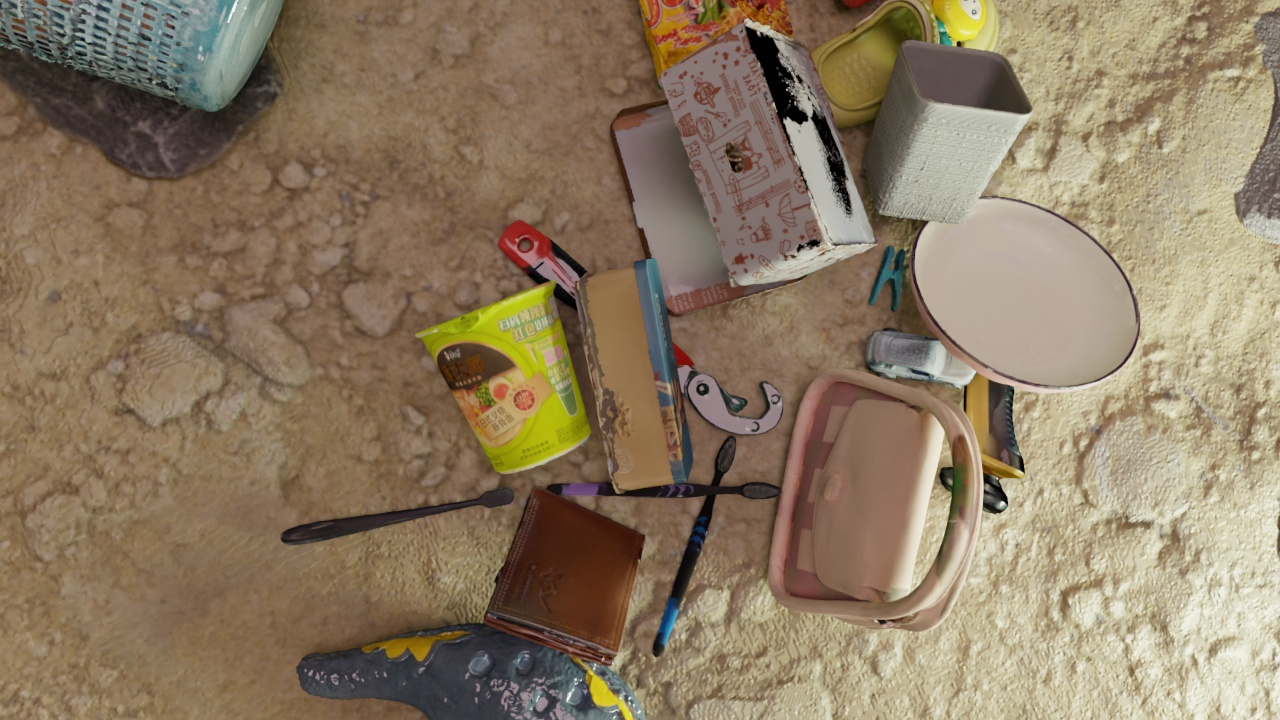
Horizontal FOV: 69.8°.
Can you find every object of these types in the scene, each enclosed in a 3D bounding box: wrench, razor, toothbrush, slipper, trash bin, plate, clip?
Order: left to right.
[{"bbox_3d":[-0.359,-0.281,0.633,0.195,0.227,0.226,25,83,-18],"label":"trash bin"},{"bbox_3d":[-0.188,0.121,0.716,0.181,0.018,0.015,-10,95,-6],"label":"toothbrush"},{"bbox_3d":[-0.001,-0.023,0.749,0.273,0.016,0.056,35,85,-4],"label":"wrench"},{"bbox_3d":[0.019,0.104,0.734,0.189,0.017,0.014,1,89,0],"label":"toothbrush"},{"bbox_3d":[0.044,0.150,0.746,0.014,0.016,0.189,20,85,-2],"label":"toothbrush"},{"bbox_3d":[0.212,-0.071,0.785,0.040,0.014,0.056,13,84,-8],"label":"clip"},{"bbox_3d":[0.224,-0.261,0.766,0.190,0.081,0.091,-29,93,-6],"label":"slipper"},{"bbox_3d":[0.287,0.044,0.773,0.068,0.062,0.167,-1,80,23],"label":"razor"},{"bbox_3d":[0.310,-0.051,0.758,0.192,0.039,0.192,4,58,-6],"label":"plate"}]

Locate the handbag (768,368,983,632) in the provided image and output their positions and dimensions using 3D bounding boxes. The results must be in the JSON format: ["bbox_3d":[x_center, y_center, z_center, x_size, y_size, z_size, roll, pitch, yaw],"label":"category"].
[{"bbox_3d":[0.179,0.103,0.656,0.093,0.234,0.193,14,84,-9],"label":"handbag"}]

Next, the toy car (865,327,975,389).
[{"bbox_3d":[0.234,-0.003,0.765,0.091,0.034,0.043,10,82,12],"label":"toy car"}]

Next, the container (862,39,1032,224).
[{"bbox_3d":[0.237,-0.178,0.735,0.090,0.115,0.090,7,48,-6],"label":"container"}]

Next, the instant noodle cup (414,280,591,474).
[{"bbox_3d":[-0.094,0.016,0.694,0.111,0.112,0.123,-22,97,-9],"label":"instant noodle cup"}]

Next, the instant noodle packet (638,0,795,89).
[{"bbox_3d":[0.056,-0.291,0.763,0.128,0.044,0.110,-16,84,-8],"label":"instant noodle packet"}]

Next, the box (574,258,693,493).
[{"bbox_3d":[-0.004,0.004,0.698,0.061,0.089,0.184,-8,99,7],"label":"box"}]

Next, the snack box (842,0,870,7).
[{"bbox_3d":[0.188,-0.351,0.763,0.080,0.082,0.091,-31,72,-1],"label":"snack box"}]

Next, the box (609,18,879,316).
[{"bbox_3d":[0.065,-0.140,0.730,0.178,0.152,0.182,-22,85,31],"label":"box"}]

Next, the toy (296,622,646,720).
[{"bbox_3d":[-0.075,0.275,0.684,0.356,0.091,0.138,32,94,-3],"label":"toy"}]

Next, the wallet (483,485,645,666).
[{"bbox_3d":[-0.054,0.160,0.692,0.101,0.032,0.124,21,41,-4],"label":"wallet"}]
